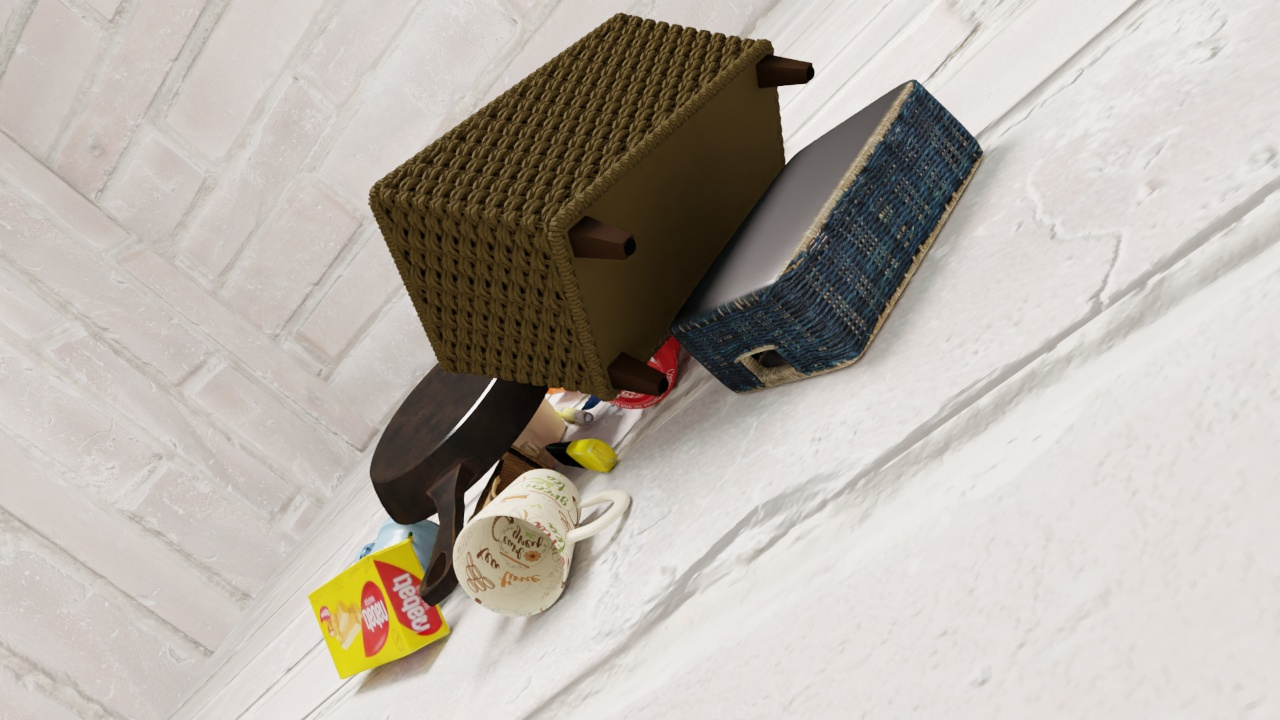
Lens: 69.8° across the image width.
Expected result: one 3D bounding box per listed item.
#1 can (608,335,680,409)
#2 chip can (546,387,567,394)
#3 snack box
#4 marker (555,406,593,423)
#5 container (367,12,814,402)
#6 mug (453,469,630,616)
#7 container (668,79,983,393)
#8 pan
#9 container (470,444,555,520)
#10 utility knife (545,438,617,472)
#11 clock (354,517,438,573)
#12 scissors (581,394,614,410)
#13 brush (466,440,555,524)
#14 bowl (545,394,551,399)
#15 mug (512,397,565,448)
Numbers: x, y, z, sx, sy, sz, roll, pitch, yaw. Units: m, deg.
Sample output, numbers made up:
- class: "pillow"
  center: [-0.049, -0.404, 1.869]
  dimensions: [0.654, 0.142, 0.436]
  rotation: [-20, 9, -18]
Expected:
- class: "can"
  center: [-0.002, -0.016, 0.815]
  dimensions: [0.075, 0.074, 0.142]
  rotation: [-44, 13, 21]
- class: "chip can"
  center: [-0.074, 0.002, 1.035]
  dimensions: [0.062, 0.062, 0.211]
  rotation: [-53, 13, -17]
- class: "snack box"
  center: [-0.249, 0.236, 0.855]
  dimensions: [0.042, 0.092, 0.201]
  rotation: [-18, -10, -40]
- class: "marker"
  center: [-0.071, 0.057, 0.970]
  dimensions: [0.014, 0.014, 0.132]
  rotation: [-51, 13, -11]
- class: "container"
  center: [-0.008, -0.126, 0.731]
  dimensions: [0.205, 0.177, 0.320]
  rotation: [17, 48, 33]
- class: "mug"
  center: [-0.064, 0.119, 0.667]
  dimensions: [0.122, 0.081, 0.097]
  rotation: [-22, 13, 17]
- class: "container"
  center: [0.117, -0.077, 0.600]
  dimensions: [0.187, 0.071, 0.146]
  rotation: [-54, 13, -22]
- class: "pan"
  center: [-0.166, 0.076, 0.801]
  dimensions: [0.249, 0.043, 0.355]
  rotation: [-39, 24, 15]
- class: "container"
  center: [-0.111, 0.129, 0.794]
  dimensions: [0.061, 0.063, 0.114]
  rotation: [-53, 11, 13]
- class: "utility knife"
  center: [-0.058, 0.083, 0.817]
  dimensions: [0.020, 0.029, 0.171]
  rotation: [-48, 12, -18]
- class: "clock"
  center: [-0.233, 0.205, 0.919]
  dimensions: [0.125, 0.089, 0.051]
  rotation: [-35, 25, 40]
- class: "scissors"
  center: [-0.016, 0.006, 0.922]
  dimensions: [0.086, 0.015, 0.134]
  rotation: [-24, 25, 43]
- class: "brush"
  center: [-0.124, 0.127, 0.889]
  dimensions: [0.049, 0.039, 0.116]
  rotation: [-35, 17, 51]
- class: "bowl"
  center: [-0.171, 0.039, 1.266]
  dimensions: [0.177, 0.058, 0.176]
  rotation: [-46, 13, 13]
- class: "mug"
  center: [-0.143, 0.063, 0.995]
  dimensions: [0.085, 0.104, 0.112]
  rotation: [-54, 12, -22]
